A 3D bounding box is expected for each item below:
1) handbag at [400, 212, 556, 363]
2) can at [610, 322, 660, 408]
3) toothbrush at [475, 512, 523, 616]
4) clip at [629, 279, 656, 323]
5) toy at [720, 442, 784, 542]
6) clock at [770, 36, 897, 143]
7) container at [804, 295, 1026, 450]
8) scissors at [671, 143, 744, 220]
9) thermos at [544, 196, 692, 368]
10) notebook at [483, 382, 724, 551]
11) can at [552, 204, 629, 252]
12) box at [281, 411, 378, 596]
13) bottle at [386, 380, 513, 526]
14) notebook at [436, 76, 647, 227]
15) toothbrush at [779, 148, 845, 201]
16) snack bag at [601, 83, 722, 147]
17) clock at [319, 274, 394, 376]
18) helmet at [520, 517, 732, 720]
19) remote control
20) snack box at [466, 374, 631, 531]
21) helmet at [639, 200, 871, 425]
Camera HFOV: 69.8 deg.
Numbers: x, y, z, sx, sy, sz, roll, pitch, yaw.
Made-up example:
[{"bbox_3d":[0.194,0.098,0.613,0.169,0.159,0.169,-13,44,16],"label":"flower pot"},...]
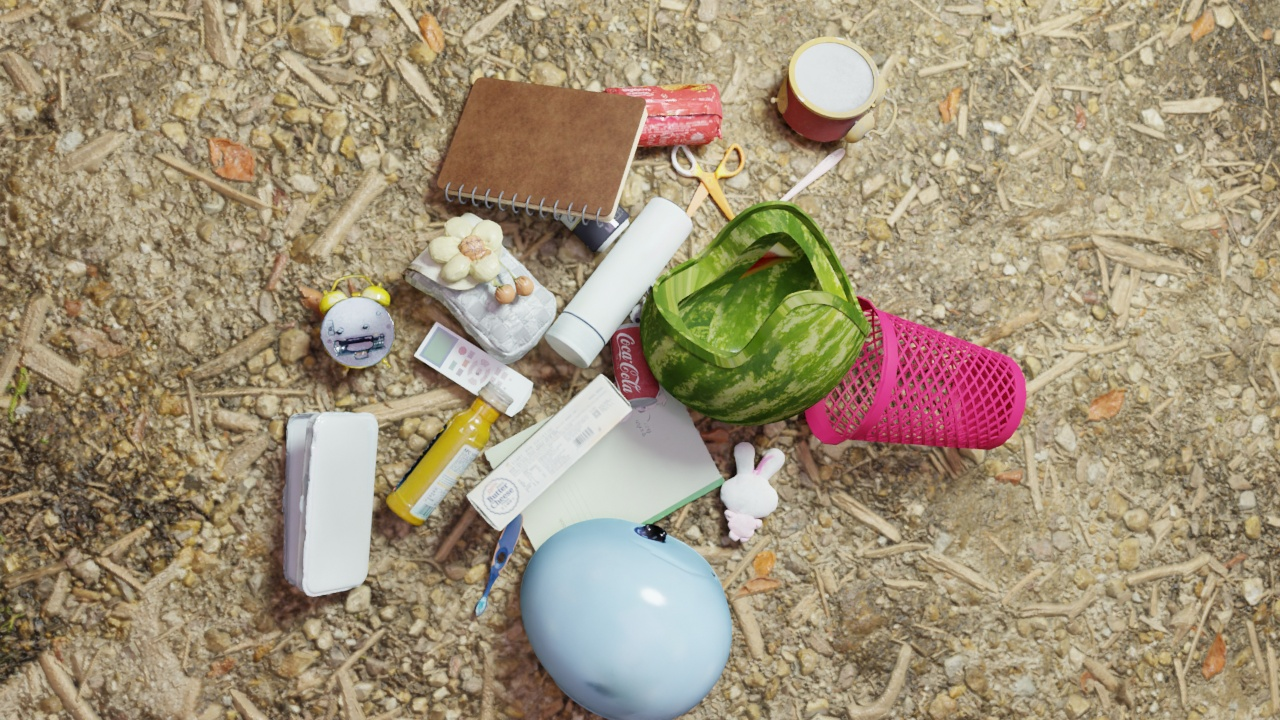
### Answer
[{"bbox_3d":[-0.177,-0.086,1.079,0.171,0.124,0.112,44,65,-6],"label":"handbag"},{"bbox_3d":[-0.007,0.007,1.130,0.054,0.054,0.096,-4,74,-11],"label":"can"},{"bbox_3d":[-0.172,0.246,1.109,0.021,0.017,0.135,23,88,-6],"label":"toothbrush"},{"bbox_3d":[0.015,-0.063,1.166,0.054,0.038,0.101,-33,92,-35],"label":"clip"},{"bbox_3d":[0.139,0.168,1.165,0.076,0.037,0.125,14,86,-15],"label":"toy"},{"bbox_3d":[0.255,-0.339,1.192,0.159,0.081,0.117,22,72,1],"label":"clock"},{"bbox_3d":[0.349,0.033,1.152,0.225,0.183,0.183,11,85,-17],"label":"container"},{"bbox_3d":[0.084,-0.237,1.192,0.129,0.011,0.125,31,80,-6],"label":"scissors"},{"bbox_3d":[-0.025,-0.096,1.123,0.068,0.068,0.229,38,75,-6],"label":"thermos"},{"bbox_3d":[-0.042,0.134,1.148,0.252,0.010,0.182,-27,92,-11],"label":"notebook"},{"bbox_3d":[-0.076,-0.196,1.133,0.127,0.064,0.064,44,80,-5],"label":"can"},{"bbox_3d":[-0.374,0.163,1.076,0.107,0.110,0.216,8,86,-53],"label":"box"},{"bbox_3d":[-0.223,0.107,1.083,0.053,0.053,0.186,39,88,-6],"label":"bottle"},{"bbox_3d":[-0.118,-0.250,1.094,0.226,0.024,0.167,12,75,16],"label":"notebook"},{"bbox_3d":[0.206,-0.225,1.211,0.181,0.018,0.015,-40,95,-11],"label":"toothbrush"},{"bbox_3d":[0.020,-0.305,1.149,0.176,0.082,0.082,-6,88,-11],"label":"snack bag"},{"bbox_3d":[-0.332,-0.044,1.080,0.083,0.057,0.118,-9,89,-10],"label":"clock"},{"bbox_3d":[-0.017,0.305,1.067,0.265,0.167,0.225,28,91,-1],"label":"helmet"},{"bbox_3d":[-0.200,0.012,1.118,0.143,0.024,0.049,33,86,-8],"label":"remote control"},{"bbox_3d":[-0.108,0.107,1.079,0.207,0.104,0.057,-42,92,-10],"label":"snack box"},{"bbox_3d":[0.131,-0.035,1.079,0.247,0.212,0.243,-29,137,17],"label":"helmet"}]
